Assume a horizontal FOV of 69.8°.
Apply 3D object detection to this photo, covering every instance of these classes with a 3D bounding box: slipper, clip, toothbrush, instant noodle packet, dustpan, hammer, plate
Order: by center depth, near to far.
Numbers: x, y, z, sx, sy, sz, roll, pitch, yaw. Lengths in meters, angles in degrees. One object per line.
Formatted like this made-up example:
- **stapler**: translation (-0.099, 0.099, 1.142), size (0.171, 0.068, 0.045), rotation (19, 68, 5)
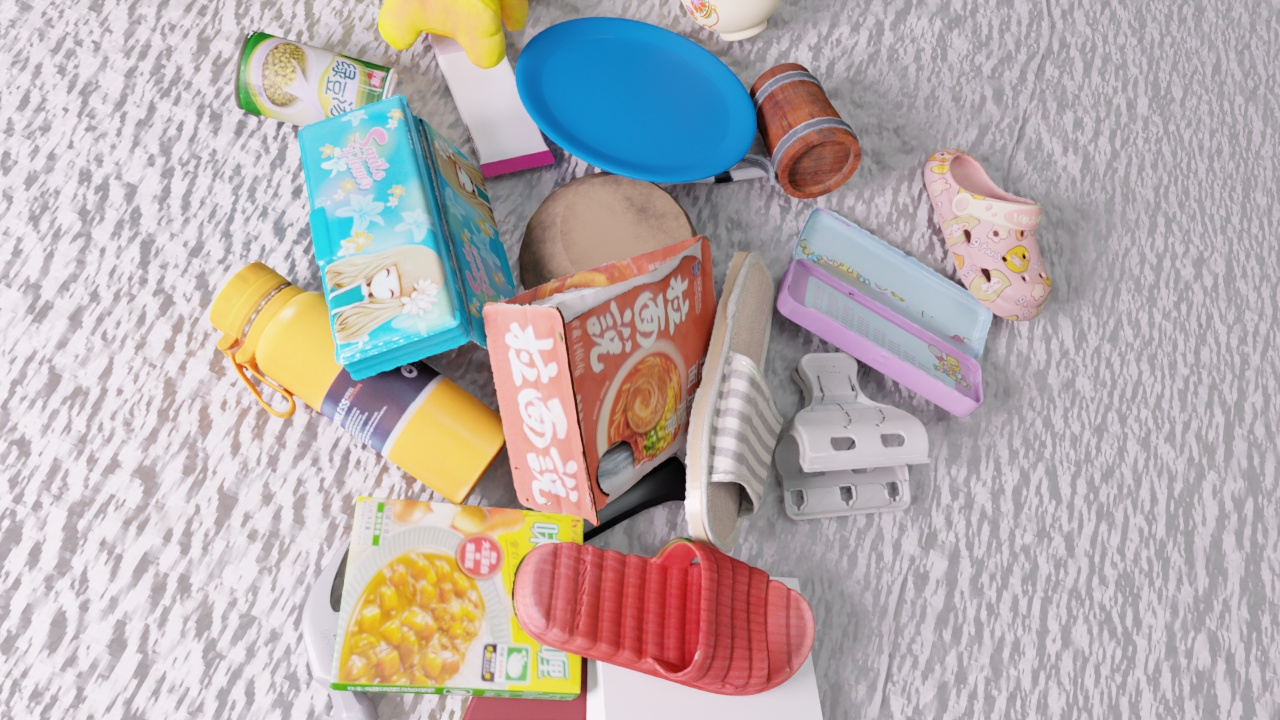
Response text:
- **slipper**: translation (0.032, 0.181, 0.665), size (0.248, 0.059, 0.103), rotation (16, 55, -23)
- **dustpan**: translation (0.048, 0.293, 0.685), size (0.191, 0.053, 0.257), rotation (10, 58, -28)
- **hammer**: translation (-0.100, 0.151, 0.709), size (0.322, 0.029, 0.127), rotation (-23, 79, -23)
- **instant noodle packet**: translation (-0.004, 0.004, 0.717), size (0.220, 0.084, 0.164), rotation (-27, 115, -46)
- **slipper**: translation (0.086, 0.027, 0.764), size (0.054, 0.114, 0.272), rotation (0, 58, 22)
- **clip**: translation (0.182, 0.059, 0.796), size (0.126, 0.105, 0.151), rotation (-1, 82, -20)
- **plate**: translation (-0.004, -0.236, 0.840), size (0.224, 0.024, 0.223), rotation (8, 53, -11)
- **toothbrush**: translation (0.088, -0.175, 0.886), size (0.186, 0.012, 0.017), rotation (-13, 89, -20)
- **slipper**: translation (0.351, -0.136, 0.905), size (0.093, 0.082, 0.197), rotation (-11, 71, -33)

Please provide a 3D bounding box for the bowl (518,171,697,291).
- **bowl**: translation (-0.020, -0.092, 0.792), size (0.162, 0.070, 0.162), rotation (5, 70, -15)

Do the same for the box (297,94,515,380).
- **box**: translation (-0.165, -0.098, 0.704), size (0.168, 0.087, 0.227), rotation (0, 57, -31)

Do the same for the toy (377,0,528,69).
- **toy**: translation (-0.159, -0.355, 0.821), size (0.134, 0.088, 0.193), rotation (15, 54, 3)

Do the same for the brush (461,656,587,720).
- **brush**: translation (-0.094, 0.283, 0.655), size (0.082, 0.042, 0.173), rotation (25, 66, -7)

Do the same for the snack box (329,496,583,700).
- **snack box**: translation (-0.125, 0.168, 0.653), size (0.168, 0.027, 0.131), rotation (7, 58, -13)

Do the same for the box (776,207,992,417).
- **box**: translation (0.235, -0.048, 0.868), size (0.214, 0.041, 0.151), rotation (29, 53, -6)

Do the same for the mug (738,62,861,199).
- **mug**: translation (0.135, -0.215, 0.874), size (0.117, 0.081, 0.111), rotation (-19, 57, 2)

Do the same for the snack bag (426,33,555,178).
- **snack bag**: translation (-0.145, -0.256, 0.841), size (0.070, 0.016, 0.196), rotation (-19, 75, -22)

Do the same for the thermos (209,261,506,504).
- **thermos**: translation (-0.214, 0.019, 0.690), size (0.232, 0.076, 0.091), rotation (35, 44, -3)

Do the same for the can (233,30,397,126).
- **can**: translation (-0.268, -0.226, 0.767), size (0.121, 0.067, 0.067), rotation (13, 68, -12)

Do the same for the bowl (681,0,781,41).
- **bowl**: translation (0.095, -0.363, 0.913), size (0.117, 0.118, 0.074), rotation (-36, 126, -24)
